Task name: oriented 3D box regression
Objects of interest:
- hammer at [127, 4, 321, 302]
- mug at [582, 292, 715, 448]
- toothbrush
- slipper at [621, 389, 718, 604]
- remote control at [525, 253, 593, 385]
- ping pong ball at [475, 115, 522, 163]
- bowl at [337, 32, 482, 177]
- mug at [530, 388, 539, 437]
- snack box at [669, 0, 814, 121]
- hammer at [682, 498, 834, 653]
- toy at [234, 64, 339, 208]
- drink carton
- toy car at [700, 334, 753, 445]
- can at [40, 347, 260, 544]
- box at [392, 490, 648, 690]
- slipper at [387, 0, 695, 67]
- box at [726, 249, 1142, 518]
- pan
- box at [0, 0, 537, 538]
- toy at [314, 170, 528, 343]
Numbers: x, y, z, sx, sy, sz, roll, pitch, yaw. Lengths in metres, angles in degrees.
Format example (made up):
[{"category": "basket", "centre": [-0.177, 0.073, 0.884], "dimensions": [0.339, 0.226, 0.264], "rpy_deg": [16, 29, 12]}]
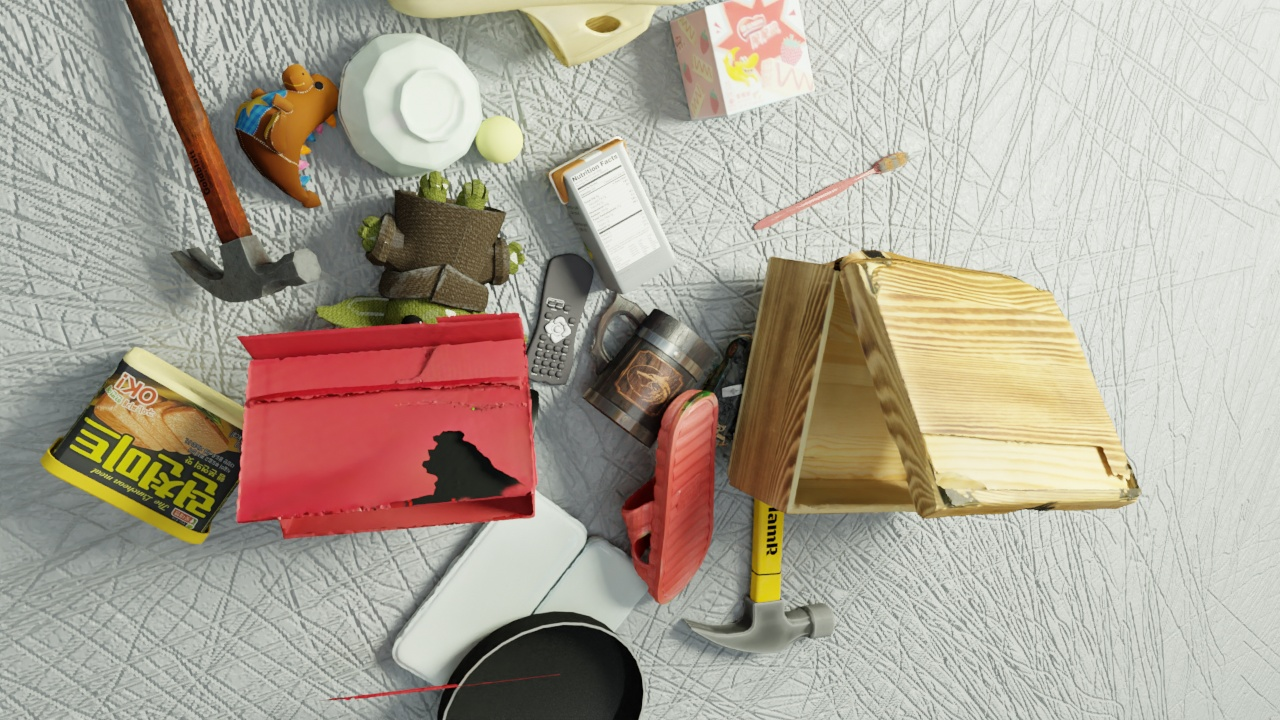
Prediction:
[{"category": "hammer", "centre": [-0.342, -0.189, 0.690], "dimensions": [0.111, 0.028, 0.301], "rpy_deg": [-14, 101, 24]}, {"category": "mug", "centre": [-0.005, 0.005, 0.861], "dimensions": [0.116, 0.080, 0.107], "rpy_deg": [37, 85, 3]}, {"category": "toothbrush", "centre": [0.194, -0.171, 0.927], "dimensions": [0.184, 0.016, 0.015], "rpy_deg": [-26, 103, -12]}, {"category": "slipper", "centre": [0.025, 0.132, 0.881], "dimensions": [0.103, 0.059, 0.249], "rpy_deg": [-35, 137, -44]}, {"category": "remote control", "centre": [-0.076, -0.038, 0.854], "dimensions": [0.046, 0.009, 0.124], "rpy_deg": [12, 97, -23]}, {"category": "ping pong ball", "centre": [-0.121, -0.190, 0.788], "dimensions": [0.040, 0.040, 0.040], "rpy_deg": [-4, 102, -20]}, {"category": "bowl", "centre": [-0.177, -0.205, 0.739], "dimensions": [0.117, 0.061, 0.117], "rpy_deg": [-9, 108, -32]}, {"category": "mug", "centre": [-0.153, 0.069, 0.817], "dimensions": [0.100, 0.084, 0.119], "rpy_deg": [13, 126, -13]}, {"category": "snack box", "centre": [0.092, -0.276, 0.830], "dimensions": [0.093, 0.079, 0.095], "rpy_deg": [-19, 107, -17]}, {"category": "hammer", "centre": [0.131, 0.155, 0.965], "dimensions": [0.169, 0.034, 0.325], "rpy_deg": [-2, 100, -19]}, {"category": "toy", "centre": [-0.270, -0.179, 0.739], "dimensions": [0.090, 0.071, 0.103], "rpy_deg": [-47, 136, -20]}, {"category": "drink carton", "centre": [-0.024, -0.131, 0.833], "dimensions": [0.076, 0.048, 0.125], "rpy_deg": [-31, 110, -12]}, {"category": "toy car", "centre": [0.085, 0.028, 0.909], "dimensions": [0.047, 0.047, 0.112], "rpy_deg": [30, 85, -25]}, {"category": "can", "centre": [-0.377, 0.066, 0.729], "dimensions": [0.130, 0.072, 0.101], "rpy_deg": [37, 84, -23]}, {"category": "box", "centre": [-0.110, 0.246, 0.889], "dimensions": [0.190, 0.037, 0.209], "rpy_deg": [41, 87, -21]}, {"category": "slipper", "centre": [-0.077, -0.289, 0.761], "dimensions": [0.261, 0.111, 0.079], "rpy_deg": [-7, 125, -15]}, {"category": "box", "centre": [0.283, 0.023, 0.849], "dimensions": [0.278, 0.264, 0.269], "rpy_deg": [5, 97, -31]}, {"category": "pan", "centre": [-0.068, 0.398, 0.916], "dimensions": [0.204, 0.044, 0.356], "rpy_deg": [-30, 116, -14]}, {"category": "box", "centre": [-0.187, -0.037, 0.608], "dimensions": [0.214, 0.138, 0.469], "rpy_deg": [-4, 134, -4]}, {"category": "toy", "centre": [-0.169, -0.079, 0.772], "dimensions": [0.179, 0.078, 0.153], "rpy_deg": [7, 102, -25]}]
